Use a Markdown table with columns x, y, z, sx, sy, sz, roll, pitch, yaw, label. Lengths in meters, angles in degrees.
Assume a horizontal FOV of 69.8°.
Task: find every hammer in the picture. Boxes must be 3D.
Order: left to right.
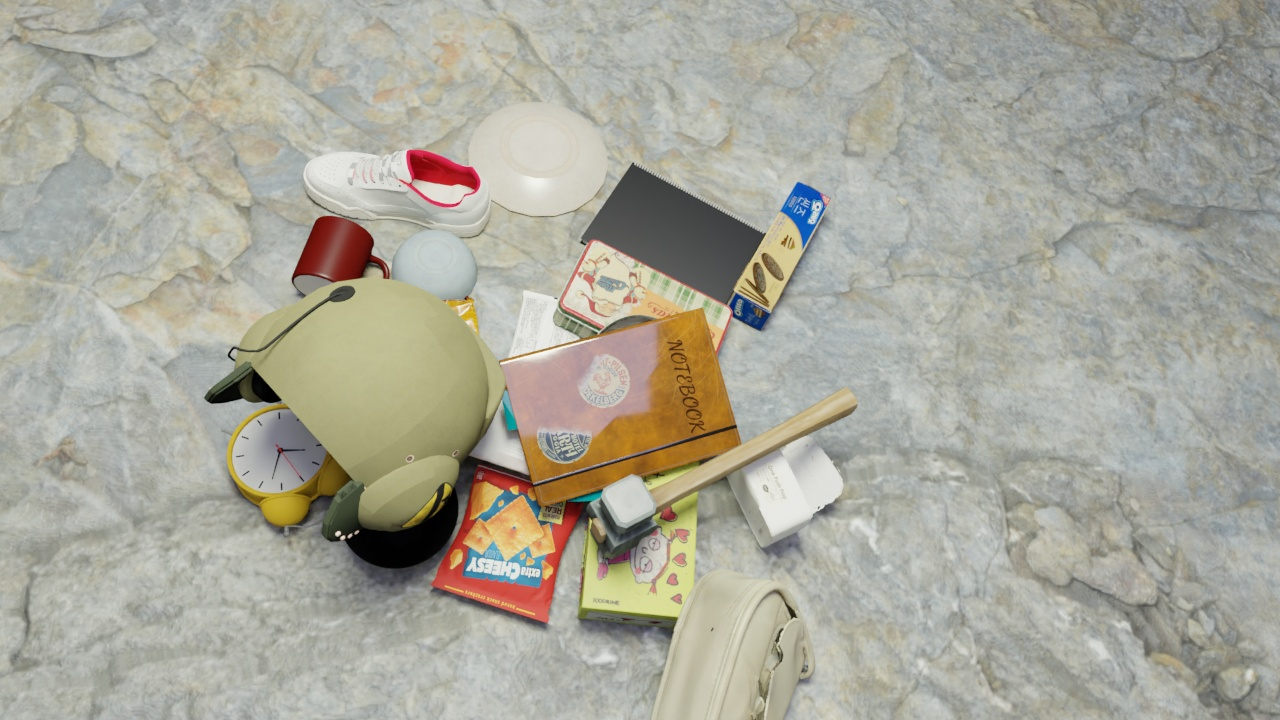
| x | y | z | sx | sy | sz | roll | pitch | yaw | label |
| --- | --- | --- | --- | --- | --- | --- | --- | --- | --- |
| 0.093 | 0.107 | 0.962 | 0.322 | 0.117 | 0.051 | -25 | 69 | -20 | hammer |

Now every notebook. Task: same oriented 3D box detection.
| x | y | z | sx | sy | sz | roll | pitch | yaw | label |
| --- | --- | --- | --- | --- | --- | --- | --- | --- | --- |
| -0.025 | 0.058 | 0.995 | 0.249 | 0.014 | 0.178 | -15 | 88 | -12 | notebook |
| 0.046 | -0.165 | 1.219 | 0.207 | 0.016 | 0.148 | 29 | 66 | 5 | notebook |

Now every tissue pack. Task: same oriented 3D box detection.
| x | y | z | sx | sy | sz | roll | pitch | yaw | label |
| --- | --- | --- | --- | --- | --- | --- | --- | --- | --- |
| -0.186 | 0.062 | 1.031 | 0.181 | 0.071 | 0.104 | 17 | 91 | 0 | tissue pack |

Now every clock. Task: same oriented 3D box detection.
| x | y | z | sx | sy | sz | roll | pitch | yaw | label |
| --- | --- | --- | --- | --- | --- | --- | --- | --- | --- |
| -0.383 | 0.114 | 1.005 | 0.113 | 0.052 | 0.152 | -37 | 72 | -22 | clock |

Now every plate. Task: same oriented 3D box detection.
| x | y | z | sx | sy | sz | roll | pitch | yaw | label |
| --- | --- | --- | --- | --- | --- | --- | --- | --- | --- |
| -0.137 | -0.281 | 1.235 | 0.188 | 0.027 | 0.188 | 3 | 65 | -8 | plate |

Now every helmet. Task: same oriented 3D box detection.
| x | y | z | sx | sy | sz | roll | pitch | yaw | label |
| --- | --- | --- | --- | --- | --- | --- | --- | --- | --- |
| -0.254 | 0.038 | 0.889 | 0.232 | 0.256 | 0.250 | -42 | 78 | -18 | helmet |

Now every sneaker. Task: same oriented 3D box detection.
| x | y | z | sx | sy | sz | roll | pitch | yaw | label |
| --- | --- | --- | --- | --- | --- | --- | --- | --- | --- |
| -0.305 | -0.229 | 1.143 | 0.236 | 0.104 | 0.090 | 15 | 64 | -2 | sneaker |

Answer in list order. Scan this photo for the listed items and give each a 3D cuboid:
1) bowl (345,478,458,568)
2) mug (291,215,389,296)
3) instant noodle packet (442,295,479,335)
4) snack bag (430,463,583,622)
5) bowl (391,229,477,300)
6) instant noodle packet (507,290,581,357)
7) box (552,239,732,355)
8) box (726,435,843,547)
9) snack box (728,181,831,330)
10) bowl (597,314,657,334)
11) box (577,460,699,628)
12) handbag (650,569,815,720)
| x | y | z | sx | sy | sz | roll | pitch | yaw | label |
| --- | --- | --- | --- | --- | --- | --- | --- | --- | --- |
| -0.260 | 0.169 | 0.997 | 0.124 | 0.053 | 0.124 | 3 | 65 | -8 | bowl |
| -0.355 | -0.112 | 1.107 | 0.105 | 0.073 | 0.082 | 28 | 60 | -29 | mug |
| -0.240 | -0.011 | 1.090 | 0.098 | 0.040 | 0.135 | -6 | 66 | -10 | instant noodle packet |
| -0.142 | 0.199 | 1.010 | 0.131 | 0.039 | 0.143 | 18 | 64 | -1 | snack bag |
| -0.254 | -0.120 | 1.133 | 0.106 | 0.039 | 0.106 | 5 | 65 | -12 | bowl |
| -0.116 | -0.019 | 1.121 | 0.087 | 0.026 | 0.134 | 13 | 64 | -3 | instant noodle packet |
| 0.004 | -0.057 | 1.130 | 0.205 | 0.050 | 0.117 | 28 | 65 | -6 | box |
| 0.177 | 0.138 | 1.051 | 0.130 | 0.103 | 0.110 | -21 | 71 | -7 | box |
| 0.182 | -0.141 | 1.207 | 0.057 | 0.056 | 0.206 | 28 | 64 | 5 | snack box |
| -0.006 | 0.006 | 1.052 | 0.116 | 0.066 | 0.116 | 0 | 90 | -8 | bowl |
| -0.001 | 0.177 | 1.021 | 0.124 | 0.082 | 0.220 | 9 | 66 | -4 | box |
| 0.112 | 0.343 | 0.913 | 0.184 | 0.132 | 0.228 | 49 | 62 | -31 | handbag |
